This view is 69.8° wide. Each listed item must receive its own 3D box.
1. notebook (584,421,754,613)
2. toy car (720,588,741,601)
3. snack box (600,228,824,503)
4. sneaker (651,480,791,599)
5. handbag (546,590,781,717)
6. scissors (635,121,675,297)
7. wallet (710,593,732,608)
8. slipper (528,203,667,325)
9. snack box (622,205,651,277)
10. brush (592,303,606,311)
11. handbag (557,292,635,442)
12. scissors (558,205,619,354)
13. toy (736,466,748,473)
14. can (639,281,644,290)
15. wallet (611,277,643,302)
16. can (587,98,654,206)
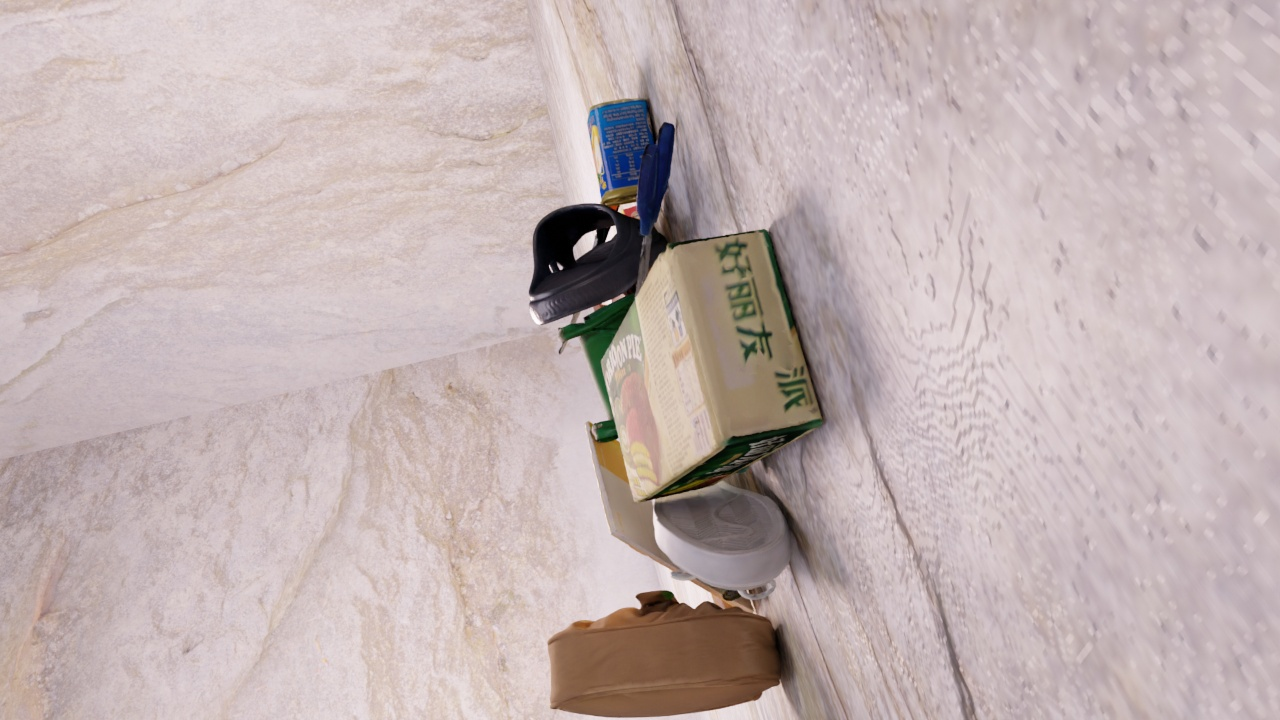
[{"bbox_3d":[0.028,0.154,0.891,0.206,0.010,0.145,38,-159,-35],"label":"notebook"},{"bbox_3d":[0.082,0.177,0.828,0.043,0.036,0.091,-111,12,-52],"label":"toy car"},{"bbox_3d":[0.031,0.017,0.584,0.240,0.063,0.114,123,135,-71],"label":"snack box"},{"bbox_3d":[0.054,0.140,0.697,0.242,0.089,0.091,-140,38,-79],"label":"sneaker"},{"bbox_3d":[0.023,0.265,0.821,0.148,0.205,0.099,58,-154,-61],"label":"handbag"},{"bbox_3d":[0.008,-0.106,0.722,0.171,0.012,0.140,85,-160,-65],"label":"scissors"},{"bbox_3d":[0.085,0.234,1.015,0.090,0.033,0.115,79,175,-61],"label":"wallet"},{"bbox_3d":[-0.044,-0.103,0.824,0.267,0.111,0.083,-65,-47,-72],"label":"slipper"},{"bbox_3d":[0.006,-0.096,1.023,0.156,0.027,0.077,84,170,-61],"label":"snack box"},{"bbox_3d":[-0.026,-0.038,1.133,0.063,0.073,0.145,64,-168,3],"label":"brush"},{"bbox_3d":[-0.005,0.005,0.868,0.068,0.120,0.131,115,134,-86],"label":"handbag"},{"bbox_3d":[-0.050,-0.119,1.053,0.220,0.022,0.235,-34,-35,-68],"label":"scissors"},{"bbox_3d":[0.067,0.040,0.687,0.096,0.030,0.092,61,-160,-80],"label":"toy"},{"bbox_3d":[0.033,-0.006,0.762,0.147,0.058,0.058,81,174,-49],"label":"can"},{"bbox_3d":[0.005,-0.042,0.975,0.124,0.032,0.101,54,168,24],"label":"wallet"},{"bbox_3d":[-0.016,-0.189,0.842,0.102,0.057,0.083,-141,41,-82],"label":"can"}]
